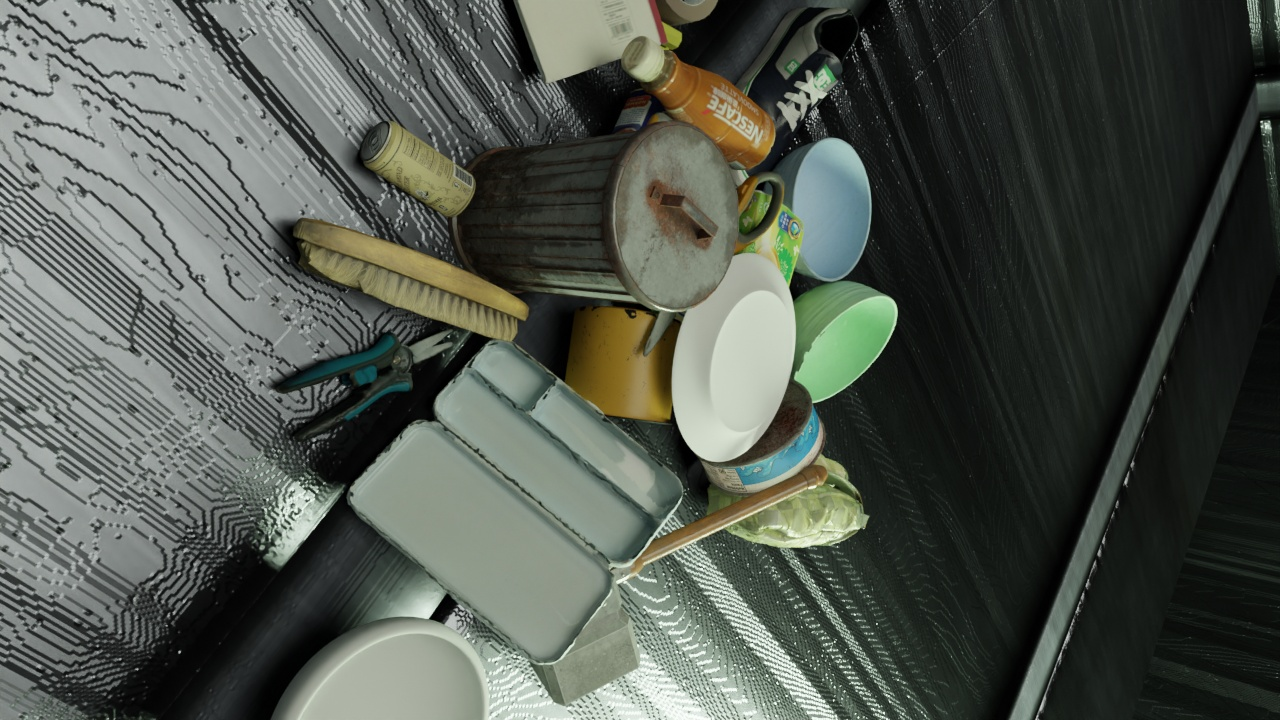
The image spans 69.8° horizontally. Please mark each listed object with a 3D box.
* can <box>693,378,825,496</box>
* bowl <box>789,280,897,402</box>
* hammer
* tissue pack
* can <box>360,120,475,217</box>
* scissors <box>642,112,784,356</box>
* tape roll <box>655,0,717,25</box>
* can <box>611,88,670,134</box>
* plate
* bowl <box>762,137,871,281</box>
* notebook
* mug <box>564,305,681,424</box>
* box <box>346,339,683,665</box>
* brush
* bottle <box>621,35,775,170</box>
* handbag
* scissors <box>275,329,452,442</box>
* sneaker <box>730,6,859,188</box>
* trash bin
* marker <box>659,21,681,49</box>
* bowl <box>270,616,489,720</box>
[{"bbox_3d":[0.118,0.075,0.930,0.129,0.130,0.044,-49,127,-29],"label":"can"},{"bbox_3d":[0.206,-0.031,1.025,0.150,0.077,0.151,-27,144,-22],"label":"bowl"},{"bbox_3d":[0.038,0.158,0.823,0.317,0.083,0.163,-21,112,-20],"label":"hammer"},{"bbox_3d":[0.098,-0.053,0.910,0.141,0.120,0.197,24,85,-43],"label":"tissue pack"},{"bbox_3d":[-0.164,-0.141,0.680,0.079,0.038,0.038,31,74,-43],"label":"can"},{"bbox_3d":[0.061,-0.102,0.792,0.216,0.016,0.225,-17,103,-36],"label":"scissors"},{"bbox_3d":[0.035,-0.363,0.854,0.093,0.030,0.094,-8,101,-44],"label":"tape roll"},{"bbox_3d":[0.018,-0.180,0.846,0.116,0.057,0.092,38,68,-42],"label":"can"},{"bbox_3d":[0.094,0.000,0.817,0.188,0.016,0.189,-17,113,-46],"label":"plate"},{"bbox_3d":[0.180,-0.162,0.998,0.150,0.075,0.150,-7,100,-44],"label":"bowl"},{"bbox_3d":[-0.060,-0.349,0.758,0.152,0.012,0.209,-32,111,-38],"label":"notebook"},{"bbox_3d":[-0.004,0.005,0.809,0.123,0.100,0.094,8,87,-9],"label":"mug"},{"bbox_3d":[-0.092,0.104,0.713,0.209,0.037,0.188,37,69,3],"label":"box"},{"bbox_3d":[-0.165,-0.057,0.678,0.195,0.059,0.043,21,89,-43],"label":"brush"},{"bbox_3d":[0.049,-0.222,0.790,0.167,0.059,0.059,23,80,-45],"label":"bottle"},{"bbox_3d":[0.159,0.143,0.998,0.186,0.113,0.117,12,80,-45],"label":"handbag"},{"bbox_3d":[-0.202,0.008,0.678,0.143,0.019,0.126,27,76,-46],"label":"scissors"},{"bbox_3d":[0.159,-0.280,0.957,0.084,0.079,0.234,45,65,-40],"label":"sneaker"},{"bbox_3d":[-0.034,-0.107,0.692,0.130,0.211,0.131,-8,101,-44],"label":"trash bin"},{"bbox_3d":[-0.012,-0.310,0.825,0.123,0.017,0.021,11,120,-44],"label":"marker"},{"bbox_3d":[-0.202,0.272,0.681,0.176,0.066,0.176,-8,101,-44],"label":"bowl"}]
